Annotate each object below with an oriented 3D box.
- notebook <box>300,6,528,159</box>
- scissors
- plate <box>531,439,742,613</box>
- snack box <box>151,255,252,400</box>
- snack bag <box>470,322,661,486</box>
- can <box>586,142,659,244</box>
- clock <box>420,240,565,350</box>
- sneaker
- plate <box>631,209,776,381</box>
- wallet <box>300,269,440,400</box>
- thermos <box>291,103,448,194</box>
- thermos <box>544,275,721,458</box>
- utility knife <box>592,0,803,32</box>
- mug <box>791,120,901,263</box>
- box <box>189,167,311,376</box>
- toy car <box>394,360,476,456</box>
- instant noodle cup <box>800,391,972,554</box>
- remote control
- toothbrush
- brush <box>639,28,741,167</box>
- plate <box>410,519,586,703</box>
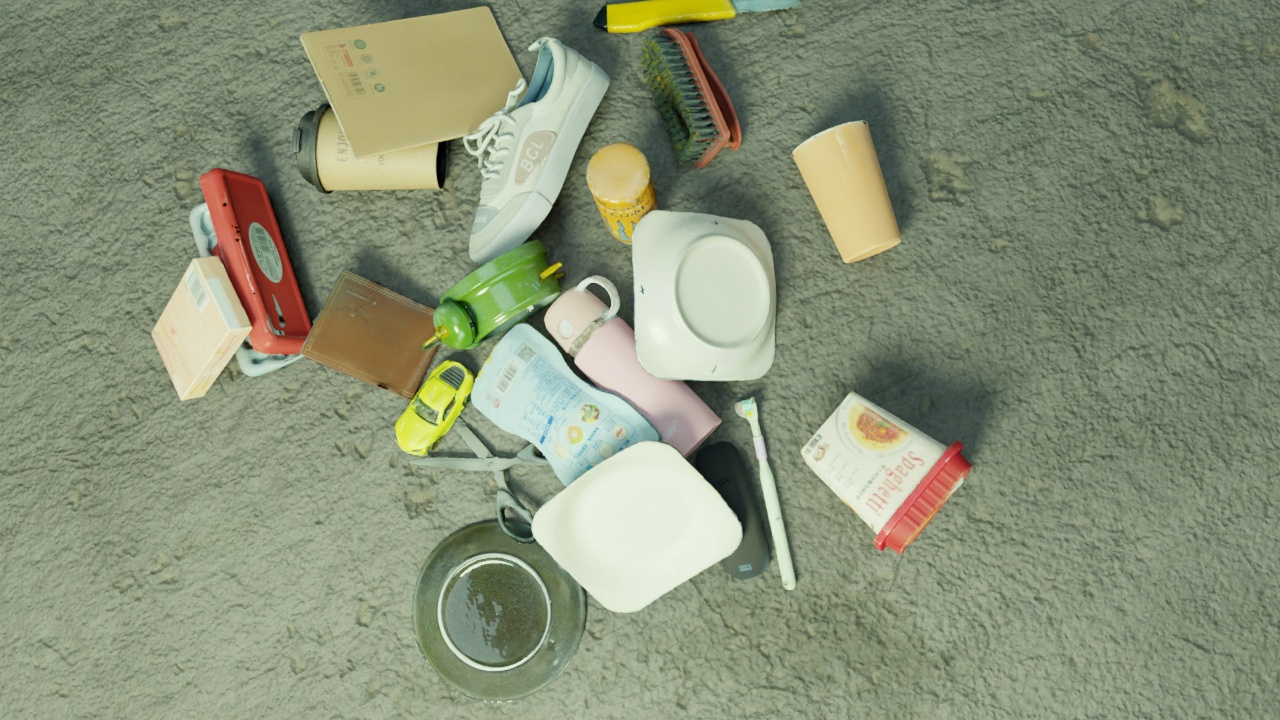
[{"bbox_3d":[-0.221,-0.290,0.945,0.207,0.008,0.147,-21,79,-28],"label":"notebook"},{"bbox_3d":[-0.147,0.110,0.928,0.181,0.014,0.159,-11,71,3],"label":"scissors"},{"bbox_3d":[-0.003,0.153,0.870,0.164,0.034,0.163,-34,115,12],"label":"plate"},{"bbox_3d":[-0.447,-0.030,0.930,0.158,0.026,0.084,-36,78,41],"label":"snack box"},{"bbox_3d":[-0.076,0.056,0.898,0.191,0.038,0.110,38,102,15],"label":"snack bag"},{"bbox_3d":[-0.014,-0.158,0.886,0.058,0.146,0.058,-1,82,5],"label":"can"},{"bbox_3d":[-0.148,-0.056,0.905,0.161,0.116,0.056,-32,90,-2],"label":"clock"},{"bbox_3d":[-0.122,-0.213,0.920,0.090,0.090,0.242,32,80,-31],"label":"sneaker"},{"bbox_3d":[0.071,-0.062,0.877,0.164,0.034,0.163,0,86,-29],"label":"plate"},{"bbox_3d":[-0.270,-0.027,0.943,0.124,0.032,0.101,24,81,-8],"label":"wallet"},{"bbox_3d":[-0.277,-0.215,0.955,0.143,0.093,0.093,6,83,-1],"label":"thermos"},{"bbox_3d":[-0.005,0.005,0.900,0.198,0.067,0.087,47,119,10],"label":"thermos"},{"bbox_3d":[0.059,-0.369,0.973,0.223,0.015,0.033,-2,81,8],"label":"utility knife"},{"bbox_3d":[0.207,-0.163,0.904,0.078,0.078,0.122,-19,86,3],"label":"mug"},{"bbox_3d":[-0.418,-0.087,0.958,0.101,0.095,0.201,-24,82,20],"label":"box"},{"bbox_3d":[-0.210,0.048,0.932,0.048,0.032,0.105,32,80,13],"label":"toy car"},{"bbox_3d":[0.223,0.100,0.851,0.124,0.116,0.116,40,88,22],"label":"instant noodle cup"},{"bbox_3d":[0.090,0.146,0.897,0.053,0.024,0.136,-17,81,5],"label":"remote control"},{"bbox_3d":[0.124,0.130,0.899,0.020,0.029,0.189,-7,81,-36],"label":"toothbrush"},{"bbox_3d":[0.052,-0.277,0.944,0.069,0.063,0.145,-16,78,-28],"label":"brush"},{"bbox_3d":[-0.143,0.247,0.908,0.179,0.024,0.179,-1,82,6],"label":"plate"}]
